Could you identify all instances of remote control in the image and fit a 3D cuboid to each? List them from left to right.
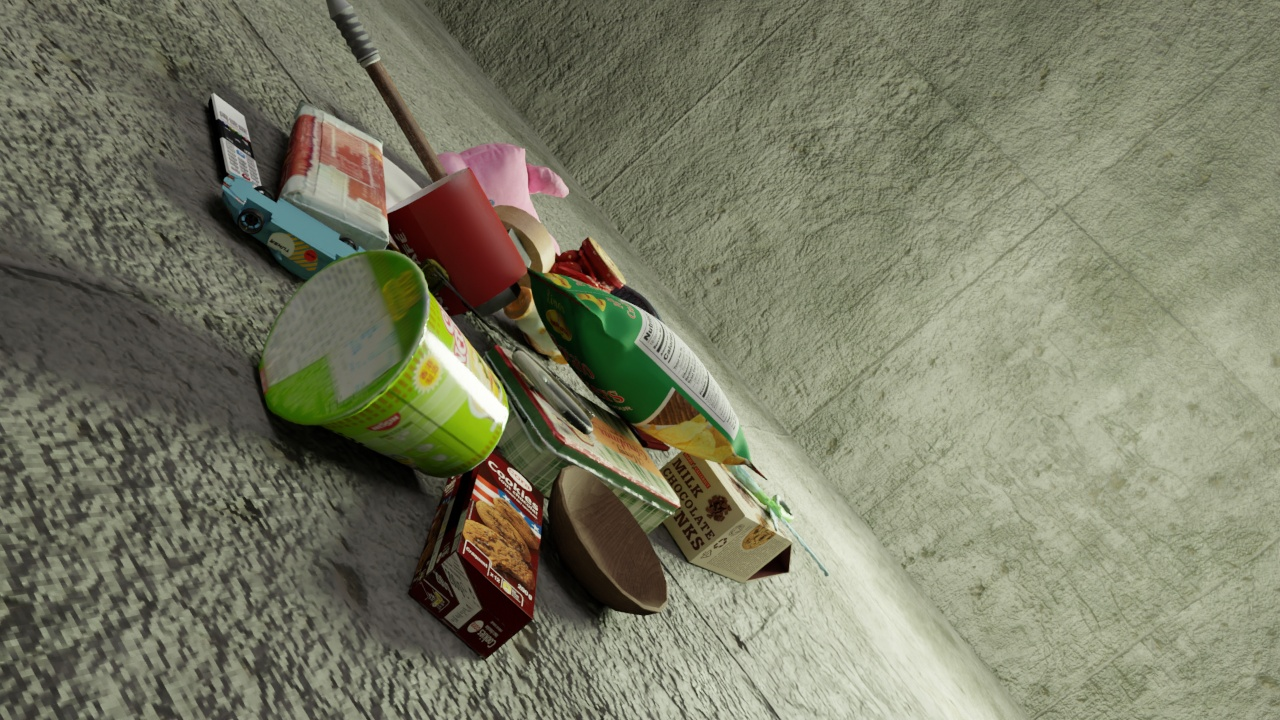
[{"bbox_3d":[-0.288,-0.152,0.648,0.028,0.012,0.124,40,12,-46],"label":"remote control"}]

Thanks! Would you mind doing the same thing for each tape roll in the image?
[{"bbox_3d":[-0.140,-0.121,0.994,0.094,0.094,0.027,46,47,-15],"label":"tape roll"}]

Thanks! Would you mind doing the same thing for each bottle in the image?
[{"bbox_3d":[-0.096,-0.039,0.955,0.108,0.063,0.063,36,15,-51],"label":"bottle"},{"bbox_3d":[-0.080,-0.081,1.062,0.099,0.111,0.099,51,9,-12],"label":"bottle"}]

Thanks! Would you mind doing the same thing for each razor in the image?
[{"bbox_3d":[-0.174,-0.041,0.679,0.026,0.042,0.105,48,18,-16],"label":"razor"}]

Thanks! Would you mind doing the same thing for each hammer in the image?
[{"bbox_3d":[-0.204,-0.199,0.853,0.322,0.043,0.155,61,10,-20],"label":"hammer"}]

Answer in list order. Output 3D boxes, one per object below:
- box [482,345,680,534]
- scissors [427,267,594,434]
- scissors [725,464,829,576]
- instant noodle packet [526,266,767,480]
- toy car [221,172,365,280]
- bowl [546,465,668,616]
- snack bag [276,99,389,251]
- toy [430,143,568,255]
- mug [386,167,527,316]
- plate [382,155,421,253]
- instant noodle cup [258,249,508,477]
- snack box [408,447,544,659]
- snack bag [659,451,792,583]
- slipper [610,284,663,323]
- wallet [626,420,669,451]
[{"bbox_3d":[-0.052,0.068,0.741,0.205,0.050,0.117,39,13,-52],"label":"box"},{"bbox_3d":[-0.092,-0.007,0.685,0.169,0.012,0.132,46,5,21],"label":"scissors"},{"bbox_3d":[0.138,0.156,0.952,0.172,0.021,0.171,54,6,6],"label":"scissors"},{"bbox_3d":[-0.005,0.005,0.850,0.252,0.090,0.195,44,-4,-26],"label":"instant noodle packet"},{"bbox_3d":[-0.222,-0.076,0.589,0.107,0.027,0.060,33,15,-26],"label":"toy car"},{"bbox_3d":[-0.028,0.128,0.629,0.118,0.030,0.117,49,12,-15],"label":"bowl"},{"bbox_3d":[-0.240,-0.142,0.716,0.077,0.041,0.225,24,19,-28],"label":"snack bag"},{"bbox_3d":[-0.151,-0.186,1.122,0.186,0.128,0.265,50,2,32],"label":"toy"},{"bbox_3d":[-0.163,-0.098,0.775,0.117,0.080,0.096,4,-53,57],"label":"mug"},{"bbox_3d":[-0.231,-0.150,0.900,0.230,0.021,0.229,47,8,-10],"label":"plate"},{"bbox_3d":[-0.126,0.011,0.490,0.099,0.099,0.108,55,3,37],"label":"instant noodle cup"},{"bbox_3d":[-0.084,0.096,0.500,0.051,0.032,0.140,46,9,-14],"label":"snack box"},{"bbox_3d":[0.095,0.169,0.958,0.094,0.070,0.206,54,10,33],"label":"snack bag"},{"bbox_3d":[-0.038,-0.052,1.227,0.082,0.101,0.263,51,-1,-42],"label":"slipper"},{"bbox_3d":[-0.011,0.060,1.102,0.115,0.018,0.091,55,10,17],"label":"wallet"}]
